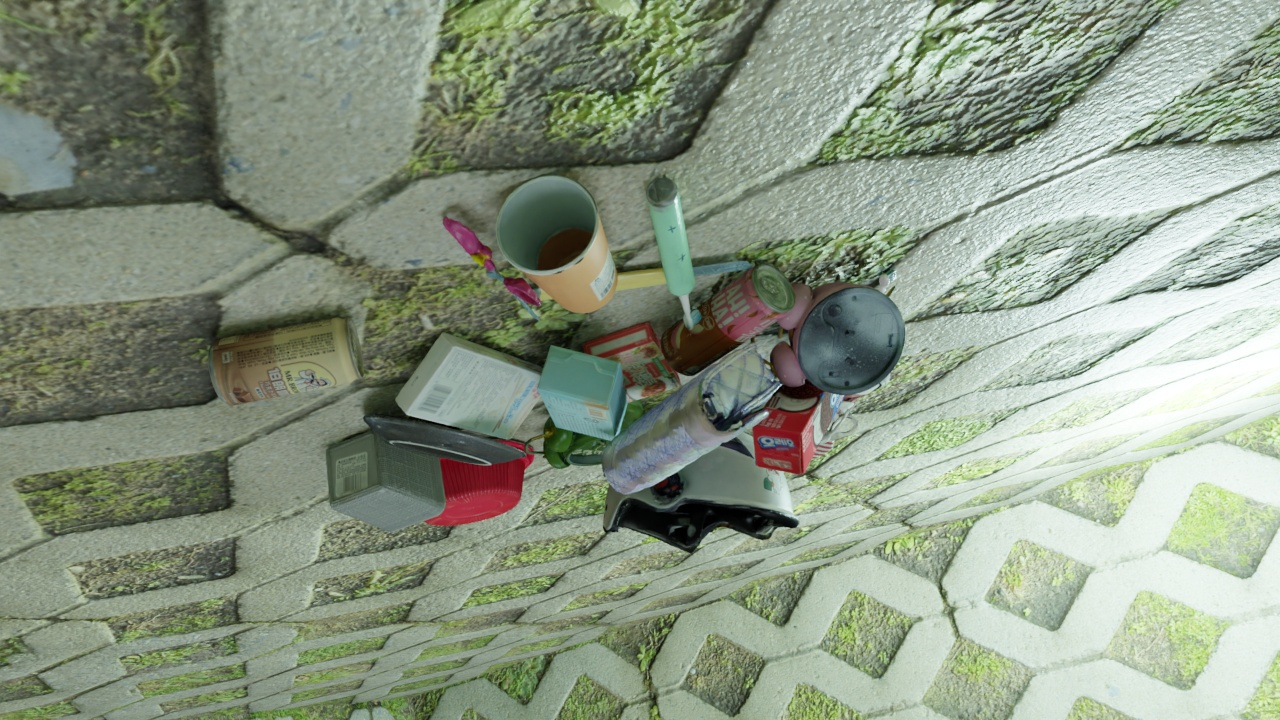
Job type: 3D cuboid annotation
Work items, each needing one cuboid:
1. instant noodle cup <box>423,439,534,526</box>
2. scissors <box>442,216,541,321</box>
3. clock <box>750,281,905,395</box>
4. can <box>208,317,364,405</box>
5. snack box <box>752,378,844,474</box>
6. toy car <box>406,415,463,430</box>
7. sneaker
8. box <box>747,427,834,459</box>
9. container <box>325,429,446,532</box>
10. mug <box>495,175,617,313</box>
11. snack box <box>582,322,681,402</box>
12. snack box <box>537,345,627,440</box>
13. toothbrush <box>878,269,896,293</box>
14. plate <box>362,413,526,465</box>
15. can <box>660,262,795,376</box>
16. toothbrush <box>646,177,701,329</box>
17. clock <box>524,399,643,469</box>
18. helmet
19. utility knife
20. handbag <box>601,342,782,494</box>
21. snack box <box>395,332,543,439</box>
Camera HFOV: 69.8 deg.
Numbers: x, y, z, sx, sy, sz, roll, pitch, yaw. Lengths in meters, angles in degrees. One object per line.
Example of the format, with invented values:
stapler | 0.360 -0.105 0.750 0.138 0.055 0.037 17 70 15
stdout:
instant noodle cup | -0.229 0.169 1.213 0.194 0.065 0.194 -12 156 -6
scissors | -0.107 -0.064 0.726 0.017 0.130 0.133 -48 142 -9
clock | 0.193 -0.027 0.962 0.158 0.117 0.059 -3 -160 -10
can | -0.301 0.000 0.785 0.116 0.058 0.059 -11 157 -8
snack box | 0.185 0.041 1.019 0.058 0.206 0.057 7 124 27
toy car | -0.208 0.059 1.016 0.105 0.032 0.048 -8 159 12
sneaker | 0.222 0.065 1.182 0.118 0.087 0.242 17 150 -35
box | 0.209 0.133 1.375 0.164 0.083 0.075 -20 150 18
container | -0.300 0.138 1.073 0.090 0.090 0.114 -22 153 14
mug | -0.057 -0.084 0.728 0.078 0.078 0.123 -17 162 6
snack box | -0.006 0.006 1.022 0.075 0.025 0.153 -18 157 7
snack box | -0.058 0.039 0.979 0.074 0.051 0.175 15 164 6
toothbrush | 0.266 -0.048 1.064 0.026 0.026 0.221 -35 159 -11
plate | -0.214 0.092 0.996 0.179 0.024 0.179 13 167 3
can | 0.086 -0.039 0.932 0.057 0.058 0.148 6 150 -41
toothbrush | 0.033 -0.083 0.812 0.027 0.026 0.225 -37 153 -10
clock | -0.066 0.091 1.144 0.161 0.056 0.116 -10 156 -10
helmet | 0.079 0.161 1.248 0.275 0.156 0.229 -21 149 41
utility knife | 0.001 -0.074 0.851 0.220 0.022 0.031 -4 159 -9
handbag | 0.055 0.065 0.960 0.133 0.075 0.194 -30 173 -41
snack box | -0.165 0.029 0.930 0.085 0.027 0.156 -53 147 9
